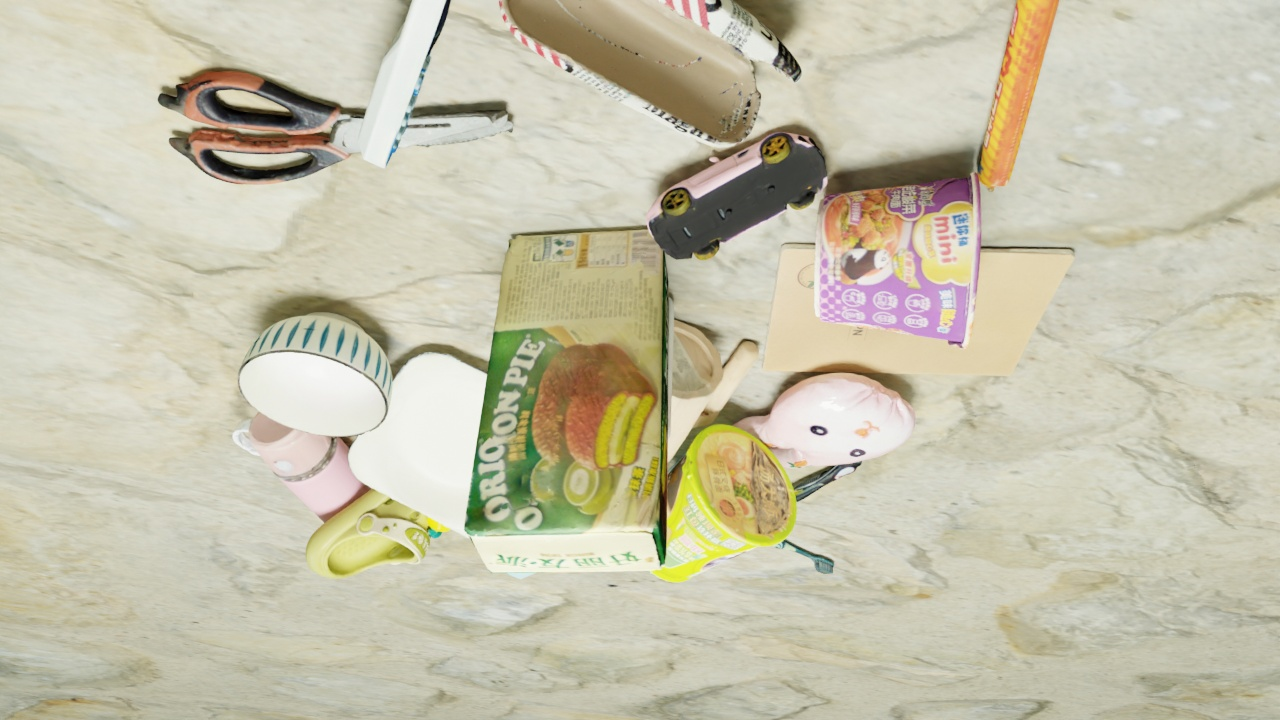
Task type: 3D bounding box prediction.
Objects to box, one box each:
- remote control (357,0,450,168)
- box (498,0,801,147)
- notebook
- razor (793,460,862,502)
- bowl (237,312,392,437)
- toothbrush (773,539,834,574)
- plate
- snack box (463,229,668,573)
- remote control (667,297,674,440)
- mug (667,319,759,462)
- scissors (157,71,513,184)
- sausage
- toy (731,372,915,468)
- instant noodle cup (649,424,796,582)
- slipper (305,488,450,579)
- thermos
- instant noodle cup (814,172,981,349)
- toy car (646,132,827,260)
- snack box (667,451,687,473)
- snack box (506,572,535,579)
[{"bbox_3d":[-0.129,-0.167,0.511,0.024,0.048,0.125,22,130,-17],"label":"remote control"},{"bbox_3d":[0.002,-0.172,0.494,0.163,0.076,0.087,20,119,-24],"label":"box"},{"bbox_3d":[0.205,-0.035,0.710,0.208,0.008,0.148,1,142,2],"label":"notebook"},{"bbox_3d":[0.162,0.128,0.914,0.042,0.022,0.143,29,135,-32],"label":"razor"},{"bbox_3d":[-0.256,0.004,0.742,0.116,0.066,0.117,2,142,2],"label":"bowl"},{"bbox_3d":[0.149,0.204,1.017,0.191,0.018,0.016,27,137,-29],"label":"toothbrush"},{"bbox_3d":[-0.160,0.073,0.819,0.164,0.034,0.164,32,114,-17],"label":"plate"},{"bbox_3d":[-0.039,0.019,0.606,0.114,0.239,0.063,-3,144,5],"label":"snack box"},{"bbox_3d":[-0.004,0.004,0.668,0.056,0.135,0.020,-1,140,6],"label":"remote control"},{"bbox_3d":[0.028,0.026,0.753,0.124,0.084,0.104,-7,148,-29],"label":"mug"},{"bbox_3d":[-0.191,-0.153,0.573,0.209,0.015,0.185,-28,132,33],"label":"scissors"},{"bbox_3d":[0.219,-0.160,0.533,0.021,0.021,0.165,-2,142,6],"label":"sausage"},{"bbox_3d":[0.157,0.059,0.804,0.121,0.054,0.160,28,144,-28],"label":"toy"},{"bbox_3d":[0.053,0.134,0.798,0.111,0.111,0.124,23,134,-25],"label":"instant noodle cup"},{"bbox_3d":[-0.226,0.161,0.882,0.190,0.081,0.092,-33,145,-8],"label":"slipper"},{"bbox_3d":[-0.312,0.114,0.889,0.087,0.067,0.199,-4,143,13],"label":"thermos"},{"bbox_3d":[0.165,-0.066,0.598,0.099,0.111,0.112,3,143,13],"label":"instant noodle cup"},{"bbox_3d":[0.062,-0.109,0.601,0.122,0.037,0.056,-26,139,14],"label":"toy car"},{"bbox_3d":[0.044,0.159,0.938,0.074,0.051,0.175,19,139,-17],"label":"snack box"},{"bbox_3d":[-0.082,0.157,0.924,0.175,0.074,0.051,-29,133,35],"label":"snack box"}]
